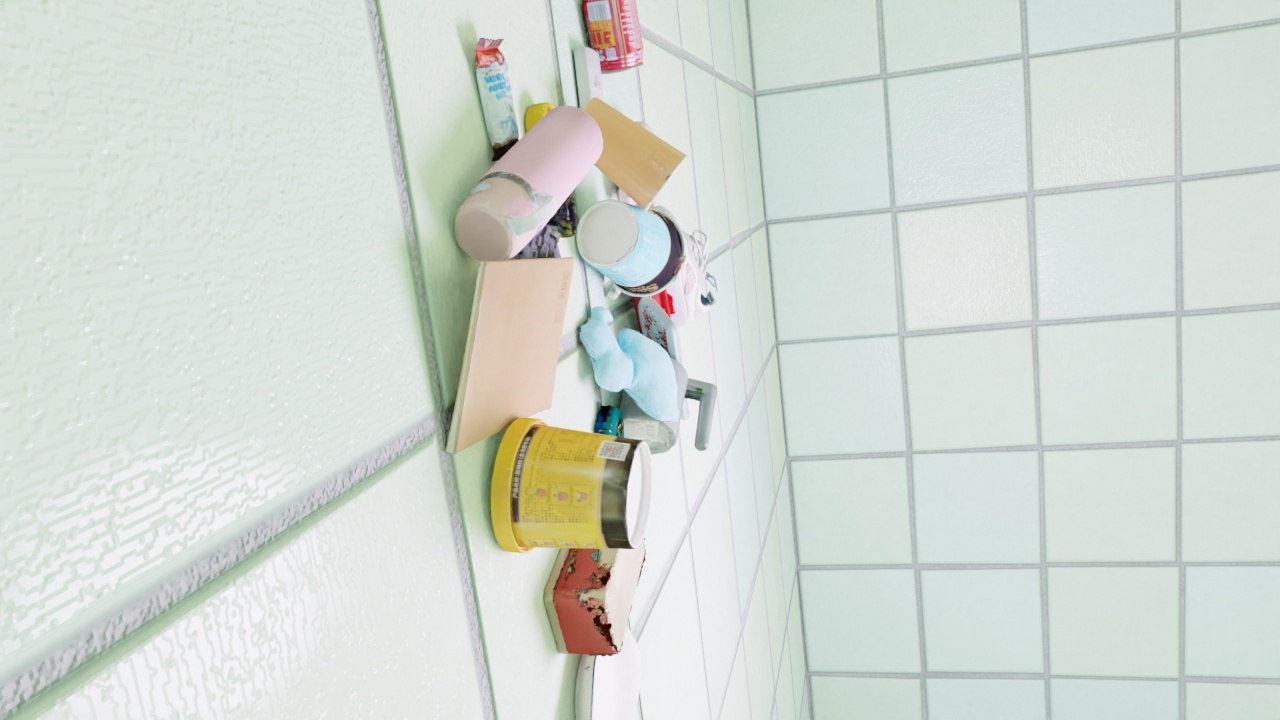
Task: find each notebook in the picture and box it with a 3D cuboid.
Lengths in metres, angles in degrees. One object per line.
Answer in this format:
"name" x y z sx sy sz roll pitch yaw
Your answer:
"notebook" -0.103 -0.014 0.784 0.211 0.012 0.149 -27 130 -74

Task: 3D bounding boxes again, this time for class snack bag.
"snack bag" -0.127 -0.231 0.812 0.048 0.026 0.104 -43 128 -61

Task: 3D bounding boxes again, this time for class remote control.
"remote control" -0.058 -0.306 1.107 0.056 0.019 0.135 -38 122 -73

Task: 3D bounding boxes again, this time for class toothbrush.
"toothbrush" -0.015 -0.115 1.222 0.189 0.020 0.029 -59 138 -65

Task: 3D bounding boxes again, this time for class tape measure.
"tape measure" -0.094 -0.232 0.931 0.057 0.029 0.059 67 23 -50
"tape measure" -0.034 0.081 1.087 0.058 0.025 0.054 72 21 -46

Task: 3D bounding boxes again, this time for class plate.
"plate" -0.037 0.357 0.983 0.164 0.034 0.163 72 21 -44

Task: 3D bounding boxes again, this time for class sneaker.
"sneaker" 0.066 -0.137 1.328 0.242 0.090 0.089 75 -8 -56

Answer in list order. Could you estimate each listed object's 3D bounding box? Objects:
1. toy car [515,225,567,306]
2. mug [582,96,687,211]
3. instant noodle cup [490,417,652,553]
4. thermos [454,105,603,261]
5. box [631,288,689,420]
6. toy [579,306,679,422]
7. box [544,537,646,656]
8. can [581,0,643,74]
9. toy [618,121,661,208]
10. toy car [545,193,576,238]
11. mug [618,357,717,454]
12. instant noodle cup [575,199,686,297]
"toy car" -0.093 -0.081 0.884 0.121 0.037 0.054 73 23 -61
"mug" -0.019 -0.235 1.029 0.078 0.123 0.078 -53 -176 5
"instant noodle cup" -0.055 0.111 0.795 0.118 0.114 0.118 3 89 -76
"thermos" -0.087 -0.156 0.793 0.067 0.087 0.198 65 30 -27
"box" 0.028 -0.027 1.255 0.201 0.065 0.159 78 1 -49
"toy" -0.006 0.006 1.084 0.155 0.050 0.161 -20 85 -54
"box" -0.034 0.216 0.946 0.168 0.078 0.091 -70 152 -59
"can" -0.033 -0.409 1.139 0.066 0.066 0.094 -66 148 -61
"toy" -0.005 -0.259 1.233 0.159 0.054 0.121 -47 133 -68
"toy car" -0.097 -0.147 0.894 0.105 0.032 0.048 2 83 -64
"mug" 0.033 0.061 1.167 0.084 0.124 0.103 106 -3 -48
"instant noodle cup" -0.016 -0.138 1.079 0.120 0.111 0.111 13 73 -68
